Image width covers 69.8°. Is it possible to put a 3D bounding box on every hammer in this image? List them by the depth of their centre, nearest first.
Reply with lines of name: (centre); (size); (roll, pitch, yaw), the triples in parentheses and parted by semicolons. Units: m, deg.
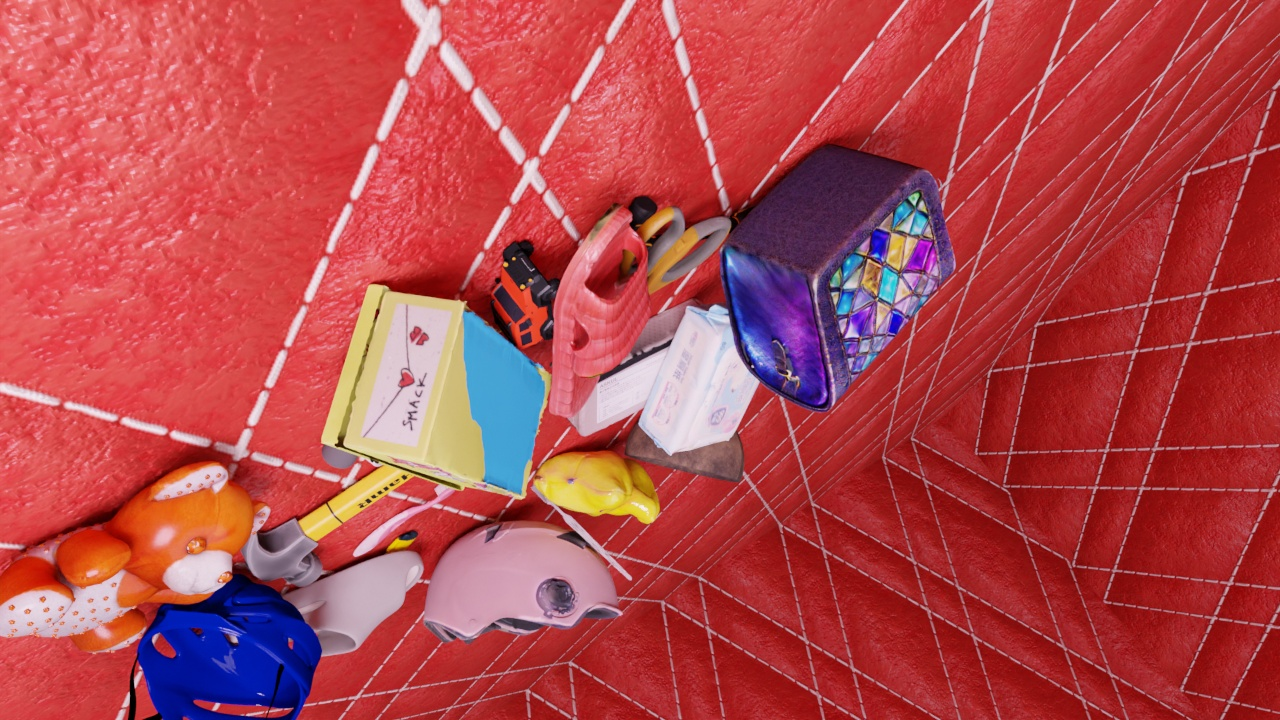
hammer: (-0.235, 0.105, 0.885); (0.324, 0.034, 0.170); (-34, 159, -11)
hammer: (0.090, -0.130, 0.890); (0.319, 0.036, 0.124); (-18, 154, -37)

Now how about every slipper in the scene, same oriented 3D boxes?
slipper: (-0.028, -0.029, 0.762); (0.103, 0.059, 0.249); (-58, 169, -35)
slipper: (-0.357, 0.299, 1.019); (0.265, 0.080, 0.113); (-15, 147, -35)

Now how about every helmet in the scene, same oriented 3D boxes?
helmet: (-0.385, 0.314, 0.833); (0.148, 0.227, 0.242); (5, 134, -1)
helmet: (-0.152, 0.289, 1.200); (0.255, 0.152, 0.230); (0, 160, -11)

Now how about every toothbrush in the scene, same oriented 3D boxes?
toothbrush: (-0.263, 0.175, 1.015); (0.135, 0.016, 0.021); (-34, 160, 0)
toothbrush: (-0.077, 0.220, 1.179); (0.010, 0.181, 0.010); (-50, 158, -1)

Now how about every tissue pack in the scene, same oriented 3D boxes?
tissue pack: (0.079, 0.014, 0.983); (0.111, 0.070, 0.182); (-4, 127, -43)
tissue pack: (-0.006, 0.006, 1.004); (0.181, 0.071, 0.104); (-30, 144, -27)

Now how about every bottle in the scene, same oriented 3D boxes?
bottle: (-0.228, 0.044, 0.752); (0.030, 0.030, 0.113); (-13, 149, -49)

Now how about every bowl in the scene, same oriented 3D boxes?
bowl: (0.063, 0.111, 1.236); (0.162, 0.162, 0.070); (37, 65, -69)

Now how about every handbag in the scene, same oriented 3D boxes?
handbag: (0.196, -0.073, 0.895); (0.204, 0.125, 0.222); (-45, 137, -18)

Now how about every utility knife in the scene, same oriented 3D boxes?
utility knife: (-0.334, 0.275, 1.112); (0.219, 0.019, 0.030); (-50, 151, 22)

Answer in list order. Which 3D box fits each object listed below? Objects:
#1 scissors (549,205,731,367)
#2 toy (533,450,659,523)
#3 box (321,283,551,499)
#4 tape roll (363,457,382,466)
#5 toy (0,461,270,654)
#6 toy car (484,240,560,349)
scissors: (-0.020, -0.061, 0.830); (0.228, 0.016, 0.133); (-40, 157, 22)
toy: (-0.044, 0.163, 1.205); (0.193, 0.135, 0.087); (33, 67, -64)
box: (-0.146, 0.035, 0.721); (0.221, 0.082, 0.124); (52, 48, -73)
tape roll: (-0.201, 0.050, 0.782); (0.093, 0.013, 0.093); (-54, 177, -5)
toy: (-0.363, 0.149, 0.674); (0.172, 0.093, 0.164); (-33, 159, -14)
toy car: (-0.093, -0.048, 0.736); (0.048, 0.051, 0.100); (-33, 161, -16)
